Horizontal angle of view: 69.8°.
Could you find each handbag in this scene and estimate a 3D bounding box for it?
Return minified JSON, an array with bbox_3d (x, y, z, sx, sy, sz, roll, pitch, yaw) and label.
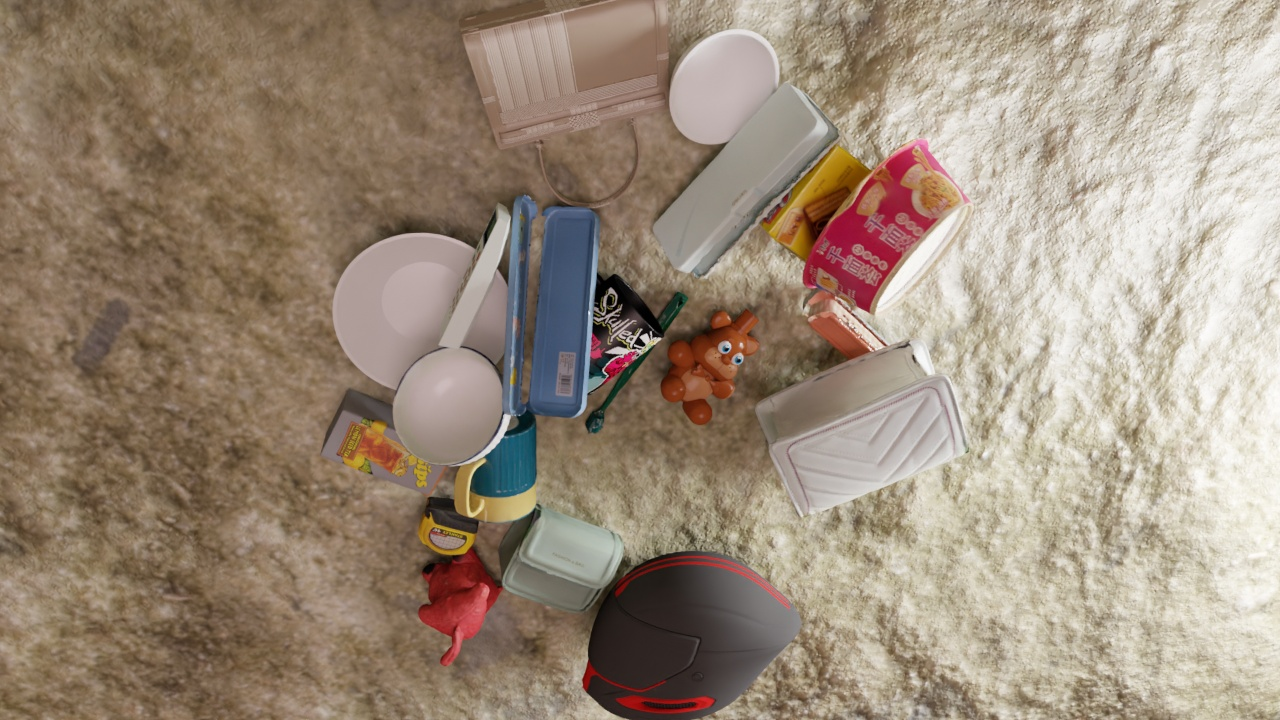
[{"bbox_3d":[-0.096,0.230,1.070,0.121,0.067,0.106,25,109,-20],"label":"handbag"},{"bbox_3d":[-0.054,-0.231,0.849,0.175,0.062,0.198,-15,127,-4],"label":"handbag"},{"bbox_3d":[0.236,0.076,0.981,0.198,0.096,0.142,-23,124,6],"label":"handbag"}]

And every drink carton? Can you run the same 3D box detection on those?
[{"bbox_3d":[-0.266,0.088,0.976,0.124,0.048,0.076,25,111,-21],"label":"drink carton"}]

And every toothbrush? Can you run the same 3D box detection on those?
[{"bbox_3d":[-0.006,0.006,0.996,0.016,0.017,0.190,27,110,-22],"label":"toothbrush"}]

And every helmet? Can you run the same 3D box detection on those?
[{"bbox_3d":[0.056,0.311,1.083,0.265,0.164,0.170,-4,107,4],"label":"helmet"}]

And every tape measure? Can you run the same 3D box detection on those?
[{"bbox_3d":[-0.218,0.188,1.044,0.065,0.037,0.064,10,115,-12],"label":"tape measure"}]

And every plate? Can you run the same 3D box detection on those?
[{"bbox_3d":[-0.215,-0.051,0.919,0.174,0.036,0.174,-4,118,-8],"label":"plate"}]

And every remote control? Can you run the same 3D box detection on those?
[{"bbox_3d":[-0.153,-0.075,0.867,0.024,0.049,0.144,22,111,-19],"label":"remote control"}]

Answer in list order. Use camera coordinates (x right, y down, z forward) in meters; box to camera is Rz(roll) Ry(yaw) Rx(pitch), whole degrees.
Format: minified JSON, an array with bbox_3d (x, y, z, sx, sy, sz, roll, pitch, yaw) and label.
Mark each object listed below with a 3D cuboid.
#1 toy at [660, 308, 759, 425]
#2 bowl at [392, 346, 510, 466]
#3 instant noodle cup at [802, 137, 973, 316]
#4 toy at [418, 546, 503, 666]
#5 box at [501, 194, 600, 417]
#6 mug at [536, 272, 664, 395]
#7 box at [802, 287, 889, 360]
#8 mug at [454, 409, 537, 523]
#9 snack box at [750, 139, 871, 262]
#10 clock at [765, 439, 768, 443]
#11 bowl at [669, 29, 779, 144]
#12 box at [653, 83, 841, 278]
[{"bbox_3d":[0.080,0.001,0.984,0.095,0.065,0.128,38,100,-27],"label":"toy"},{"bbox_3d":[-0.178,0.049,0.909,0.118,0.118,0.062,-29,162,6],"label":"bowl"},{"bbox_3d":[0.245,-0.117,0.882,0.077,0.178,0.179,44,108,19],"label":"instant noodle cup"},{"bbox_3d":[-0.197,0.292,1.055,0.088,0.132,0.094,-21,128,13],"label":"toy"},{"bbox_3d":[-0.084,-0.050,0.873,0.074,0.077,0.209,3,89,13],"label":"box"},{"bbox_3d":[-0.050,-0.040,0.934,0.098,0.081,0.118,-38,99,11],"label":"mug"},{"bbox_3d":[0.249,-0.015,1.026,0.058,0.062,0.188,-30,124,35],"label":"box"},{"bbox_3d":[-0.158,0.115,0.975,0.083,0.113,0.107,16,117,20],"label":"mug"},{"bbox_3d":[0.166,-0.163,0.900,0.061,0.083,0.106,30,108,-25],"label":"snack box"},{"bbox_3d":[0.230,0.091,1.064,0.152,0.052,0.114,17,113,-13],"label":"clock"},{"bbox_3d":[0.070,-0.260,0.851,0.109,0.040,0.110,-15,135,-16],"label":"bowl"},{"bbox_3d":[0.094,-0.170,0.877,0.083,0.066,0.199,49,117,11],"label":"box"}]
